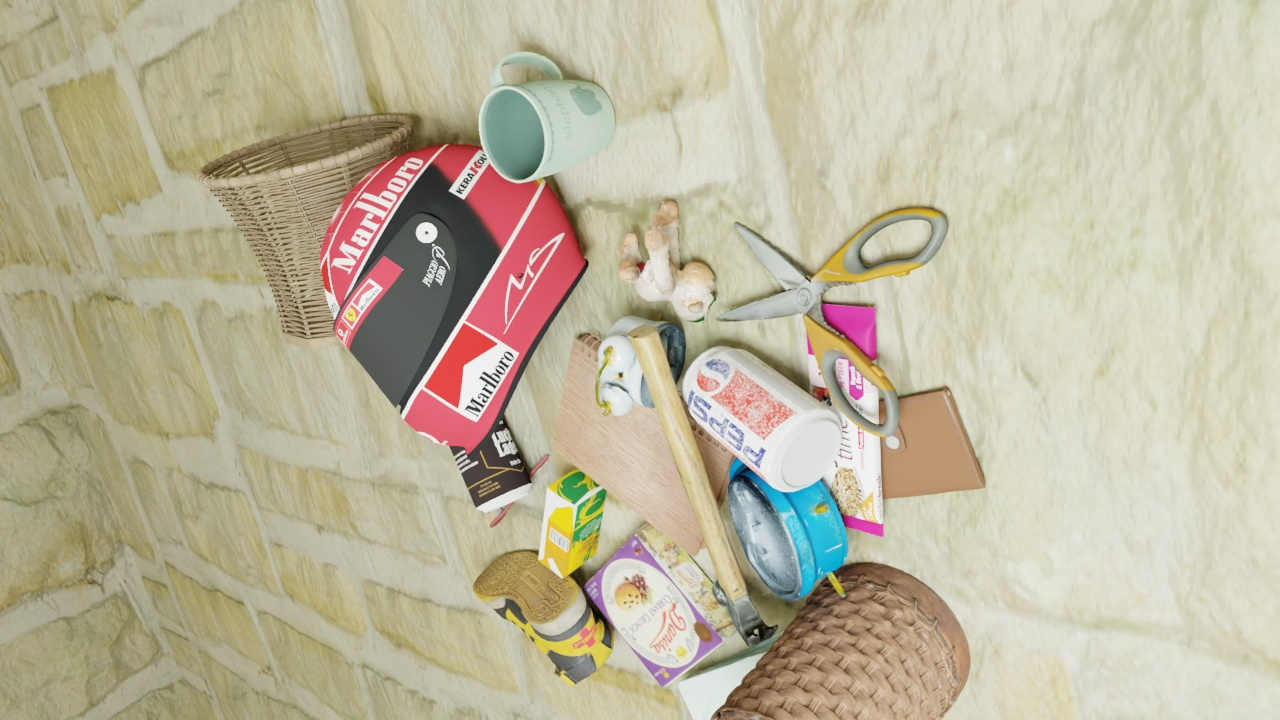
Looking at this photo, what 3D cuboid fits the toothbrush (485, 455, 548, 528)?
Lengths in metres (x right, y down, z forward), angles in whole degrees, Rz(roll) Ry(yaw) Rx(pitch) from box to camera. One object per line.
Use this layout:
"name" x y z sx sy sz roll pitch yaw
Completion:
"toothbrush" -0.153 0.161 1.138 0.015 0.015 0.185 53 135 13

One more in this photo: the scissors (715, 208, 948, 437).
"scissors" 0.154 -0.052 0.729 0.225 0.016 0.227 54 128 23

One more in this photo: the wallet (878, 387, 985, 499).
"wallet" 0.214 0.073 0.757 0.121 0.013 0.087 -18 98 47

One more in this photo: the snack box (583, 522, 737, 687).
"snack box" 0.022 0.269 1.012 0.148 0.040 0.144 49 135 13

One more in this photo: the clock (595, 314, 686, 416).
"clock" -0.005 0.005 0.850 0.057 0.117 0.083 18 122 28

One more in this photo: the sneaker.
"sneaker" -0.116 0.316 1.134 0.239 0.085 0.122 4 131 59

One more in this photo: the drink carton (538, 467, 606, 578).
"drink carton" -0.078 0.187 1.049 0.041 0.058 0.123 30 128 28

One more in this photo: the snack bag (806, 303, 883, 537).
"snack bag" 0.169 0.050 0.767 0.070 0.016 0.197 11 112 47

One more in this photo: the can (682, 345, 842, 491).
"can" 0.100 0.046 0.780 0.136 0.078 0.078 40 136 47

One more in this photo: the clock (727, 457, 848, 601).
"clock" 0.122 0.140 0.819 0.161 0.060 0.117 37 145 62

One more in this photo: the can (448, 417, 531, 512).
"can" -0.184 0.110 1.089 0.072 0.071 0.128 -33 80 46

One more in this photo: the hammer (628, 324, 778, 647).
"hammer" 0.055 0.121 0.835 0.132 0.033 0.331 -128 16 -69

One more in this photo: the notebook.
"notebook" 0.001 0.083 0.953 0.210 0.022 0.169 34 131 25

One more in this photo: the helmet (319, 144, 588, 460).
"helmet" -0.188 -0.077 0.869 0.224 0.270 0.198 32 165 -11

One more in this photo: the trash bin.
"trash bin" 0.165 0.287 0.770 0.151 0.209 0.151 21 124 34

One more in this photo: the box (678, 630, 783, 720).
"box" 0.115 0.339 0.956 0.085 0.070 0.200 40 137 -6

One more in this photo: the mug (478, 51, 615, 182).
"mug" -0.085 -0.223 0.816 0.084 0.103 0.111 -30 90 46

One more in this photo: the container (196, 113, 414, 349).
"container" -0.333 -0.144 1.011 0.227 0.226 0.196 11 125 39

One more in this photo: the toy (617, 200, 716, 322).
"toy" 0.029 -0.076 0.811 0.074 0.085 0.106 -37 106 17
